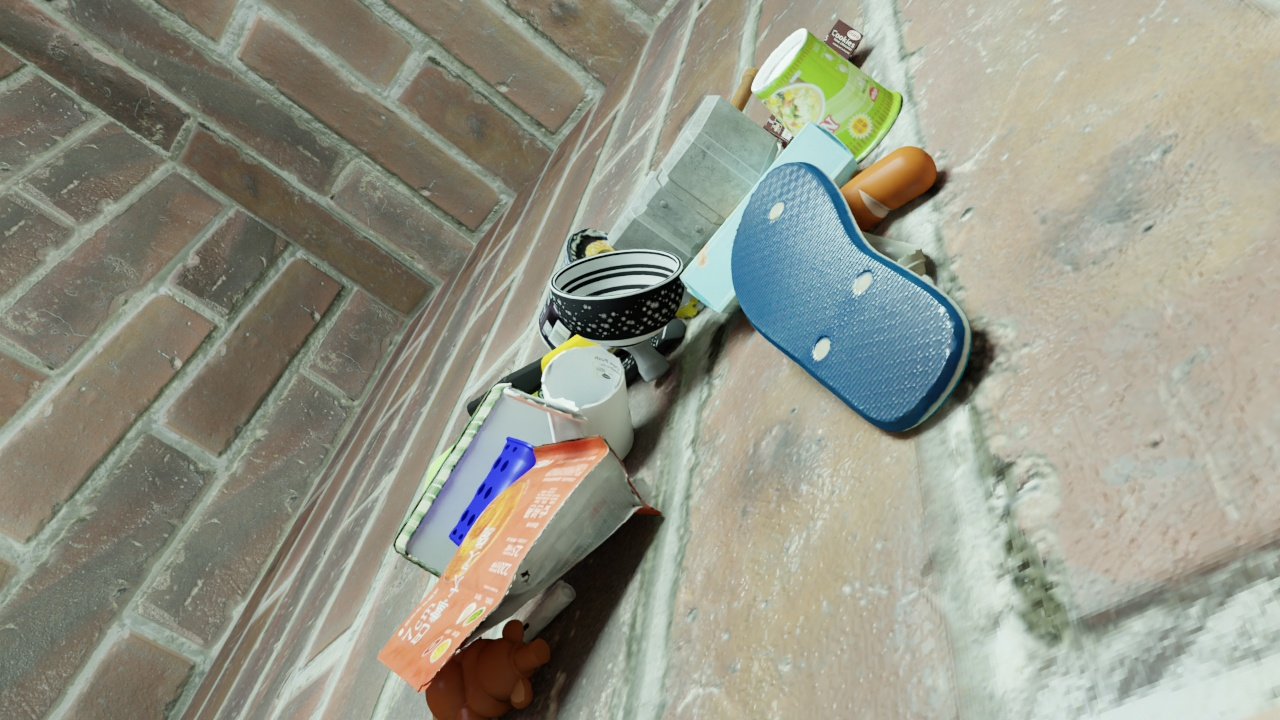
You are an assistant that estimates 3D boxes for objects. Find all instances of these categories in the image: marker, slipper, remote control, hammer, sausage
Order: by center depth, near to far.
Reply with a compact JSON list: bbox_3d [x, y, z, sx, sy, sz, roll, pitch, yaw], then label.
[{"bbox_3d":[0.138,-0.044,0.628,0.118,0.060,0.294,-55,30,17],"label":"slipper"},{"bbox_3d":[0.158,-0.108,0.715,0.165,0.039,0.044,-41,41,37],"label":"sausage"},{"bbox_3d":[-0.102,0.234,0.783,0.134,0.017,0.020,-47,57,21],"label":"marker"},{"bbox_3d":[0.084,-0.233,0.955,0.163,0.083,0.316,-47,12,44],"label":"hammer"},{"bbox_3d":[-0.006,0.006,0.966,0.147,0.015,0.033,-41,22,36],"label":"remote control"},{"bbox_3d":[-0.105,0.011,1.001,0.325,0.127,0.029,-29,7,47],"label":"hammer"}]

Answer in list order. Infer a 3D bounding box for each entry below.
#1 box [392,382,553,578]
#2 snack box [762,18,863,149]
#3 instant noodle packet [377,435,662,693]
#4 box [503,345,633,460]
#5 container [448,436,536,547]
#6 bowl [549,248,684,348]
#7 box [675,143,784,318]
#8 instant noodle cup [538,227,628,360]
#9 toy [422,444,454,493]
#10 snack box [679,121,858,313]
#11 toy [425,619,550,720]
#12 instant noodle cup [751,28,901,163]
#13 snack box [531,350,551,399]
[{"bbox_3d":[-0.153,0.133,0.945,0.051,0.117,0.205,-10,48,63],"label":"box"},{"bbox_3d":[0.181,-0.290,0.983,0.141,0.032,0.051,-55,-3,-3],"label":"snack box"},{"bbox_3d":[-0.112,0.163,0.729,0.220,0.084,0.165,-42,12,-26],"label":"instant noodle packet"},{"bbox_3d":[-0.058,0.044,0.804,0.125,0.084,0.156,-50,-30,-35],"label":"box"},{"bbox_3d":[-0.116,0.145,0.879,0.113,0.084,0.085,-59,19,-12],"label":"container"},{"bbox_3d":[-0.017,-0.050,0.831,0.120,0.066,0.120,-7,25,3],"label":"bowl"},{"bbox_3d":[0.088,-0.138,0.959,0.209,0.037,0.064,-57,19,-9],"label":"box"},{"bbox_3d":[-0.045,-0.060,1.010,0.113,0.137,0.137,-51,16,36],"label":"instant noodle cup"},{"bbox_3d":[-0.195,0.139,1.073,0.197,0.107,0.149,-11,46,53],"label":"toy"},{"bbox_3d":[0.113,-0.119,0.793,0.175,0.053,0.075,-51,-10,14],"label":"snack box"},{"bbox_3d":[-0.119,0.253,0.736,0.128,0.065,0.094,-32,54,27],"label":"toy"},{"bbox_3d":[0.163,-0.238,0.834,0.099,0.108,0.098,-47,20,22],"label":"instant noodle cup"},{"bbox_3d":[-0.067,-0.032,1.151,0.122,0.045,0.180,-41,19,40],"label":"snack box"}]
